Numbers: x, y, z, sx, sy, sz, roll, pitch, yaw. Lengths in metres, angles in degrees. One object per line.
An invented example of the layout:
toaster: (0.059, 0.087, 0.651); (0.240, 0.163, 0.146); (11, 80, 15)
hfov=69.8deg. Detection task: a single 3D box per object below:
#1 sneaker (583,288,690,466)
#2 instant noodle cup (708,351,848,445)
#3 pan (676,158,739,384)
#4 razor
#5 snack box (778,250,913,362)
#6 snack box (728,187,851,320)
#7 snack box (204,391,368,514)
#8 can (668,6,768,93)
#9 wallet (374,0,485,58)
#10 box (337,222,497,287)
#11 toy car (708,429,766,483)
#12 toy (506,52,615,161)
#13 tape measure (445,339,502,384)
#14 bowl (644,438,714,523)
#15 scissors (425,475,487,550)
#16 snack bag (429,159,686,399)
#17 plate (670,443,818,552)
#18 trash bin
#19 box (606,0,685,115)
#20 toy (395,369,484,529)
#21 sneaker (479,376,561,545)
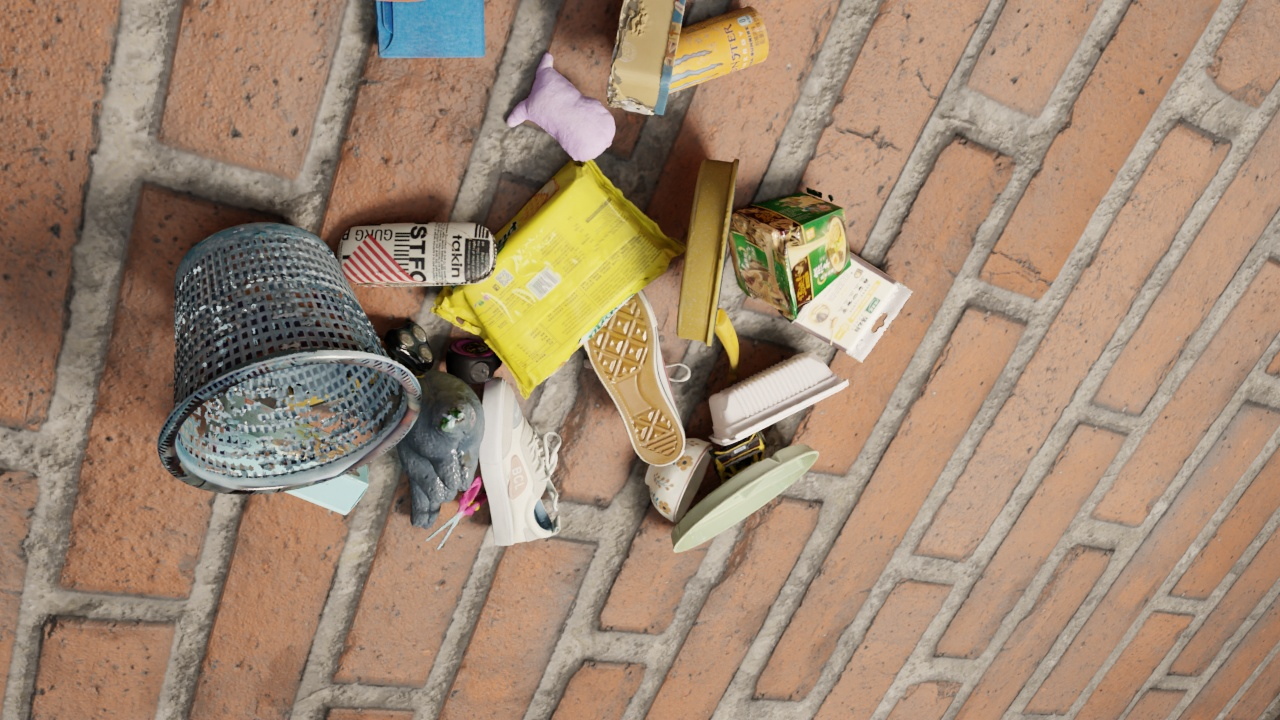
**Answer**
sneaker: (-0.006, 0.006, 1.091); (0.118, 0.087, 0.241); (-20, 100, 4)
instant noodle cup: (0.162, 0.043, 1.158); (0.173, 0.138, 0.060); (-24, 89, -5)
pan: (0.089, -0.072, 1.038); (0.078, 0.197, 0.358); (9, 150, 5)
razor: (-0.311, 0.010, 1.002); (0.167, 0.062, 0.068); (-22, 156, -1)
snack box: (0.259, -0.075, 1.161); (0.125, 0.053, 0.113); (24, 107, -30)
snack box: (0.180, -0.131, 1.073); (0.105, 0.118, 0.118); (-27, 124, -17)
snack box: (-0.388, 0.103, 1.011); (0.174, 0.074, 0.052); (31, 104, -32)
can: (0.056, -0.316, 0.946); (0.146, 0.058, 0.058); (-21, 123, -8)
wallet: (-0.196, -0.349, 0.849); (0.106, 0.040, 0.133); (-7, 120, -22)
box: (-0.229, -0.108, 0.934); (0.164, 0.060, 0.072); (-3, 106, 4)
toy car: (0.131, 0.130, 1.196); (0.071, 0.041, 0.156); (-26, 161, -2)
toy: (-0.076, -0.247, 0.931); (0.108, 0.038, 0.084); (37, 107, 1)
tape measure: (-0.191, 0.003, 1.037); (0.058, 0.057, 0.039); (15, 115, 7)
bowl: (0.045, 0.148, 1.193); (0.062, 0.113, 0.114); (23, 115, 16)
scissors: (-0.215, 0.182, 1.102); (0.017, 0.133, 0.134); (39, 120, 9)
snack bag: (-0.090, -0.091, 0.989); (0.246, 0.068, 0.158); (-43, 104, 7)
plate: (0.134, 0.179, 1.205); (0.230, 0.027, 0.230); (-29, 161, -11)
trash bin: (-0.342, -0.013, 0.866); (0.226, 0.195, 0.227); (-19, 152, -11)
box: (0.012, -0.332, 0.867); (0.062, 0.090, 0.184); (12, 87, -3)
toy: (-0.222, 0.085, 1.003); (0.091, 0.137, 0.357); (2, 157, -18)
sneaker: (-0.140, 0.127, 1.104); (0.091, 0.089, 0.243); (-2, 124, -2)
